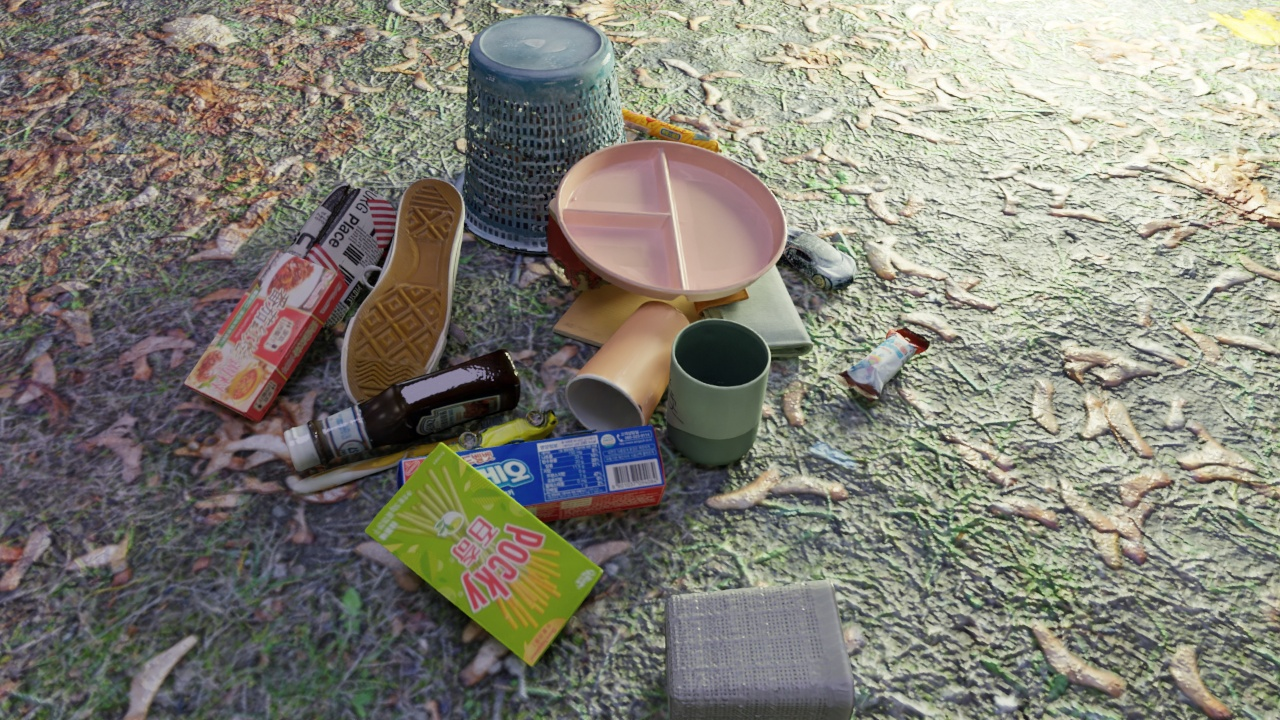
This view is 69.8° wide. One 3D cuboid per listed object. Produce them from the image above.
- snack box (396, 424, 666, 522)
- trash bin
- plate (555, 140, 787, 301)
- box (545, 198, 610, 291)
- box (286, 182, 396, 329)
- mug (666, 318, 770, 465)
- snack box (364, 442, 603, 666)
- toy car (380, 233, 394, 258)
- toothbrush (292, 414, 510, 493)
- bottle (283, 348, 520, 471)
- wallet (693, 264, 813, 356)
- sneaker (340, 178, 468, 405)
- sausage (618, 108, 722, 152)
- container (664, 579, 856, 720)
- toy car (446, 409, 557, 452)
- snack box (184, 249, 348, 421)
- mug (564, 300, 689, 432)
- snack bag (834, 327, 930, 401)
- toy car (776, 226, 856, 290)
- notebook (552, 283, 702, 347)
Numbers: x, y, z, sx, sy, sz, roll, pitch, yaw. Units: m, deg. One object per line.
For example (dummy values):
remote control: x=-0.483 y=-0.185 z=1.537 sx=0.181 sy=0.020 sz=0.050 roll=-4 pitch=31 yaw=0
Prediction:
snack box: x=-0.087 y=0.098 z=0.735 sx=0.207 sy=0.058 sz=0.057 roll=-8 pitch=66 yaw=-10
trash bin: x=-0.104 y=-0.261 z=1.015 sx=0.226 sy=0.195 sz=0.226 roll=1 pitch=44 yaw=-2
plate: x=0.030 y=-0.139 z=0.905 sx=0.229 sy=0.028 sz=0.229 roll=5 pitch=48 yaw=-5
box: x=-0.009 y=-0.132 z=0.965 sx=0.168 sy=0.078 sz=0.091 roll=-20 pitch=54 yaw=-23
box: x=-0.313 y=-0.104 z=0.936 sx=0.087 sy=0.076 sz=0.162 roll=30 pitch=61 yaw=-11
mug: x=0.062 y=0.021 z=0.793 sx=0.082 sy=0.106 sz=0.111 roll=-7 pitch=45 yaw=-8
snack box: x=-0.113 y=0.141 z=0.671 sx=0.156 sy=0.026 sz=0.085 roll=38 pitch=72 yaw=6
toy car: x=-0.289 y=-0.131 z=0.990 sx=0.106 sy=0.031 sz=0.049 roll=2 pitch=57 yaw=5
toothbrush: x=-0.201 y=0.079 z=0.788 sx=0.191 sy=0.018 sz=0.016 roll=-16 pitch=53 yaw=-18
bottle: x=-0.200 y=0.045 z=0.780 sx=0.194 sy=0.080 sz=0.044 roll=-19 pitch=71 yaw=-18
wallet: x=0.103 y=-0.060 z=0.914 sx=0.106 sy=0.037 sz=0.129 roll=-2 pitch=51 yaw=-19
sneaker: x=-0.219 y=-0.055 z=0.878 sx=0.118 sy=0.088 sz=0.240 roll=12 pitch=68 yaw=-6
sausage: x=0.032 y=-0.293 z=1.177 sx=0.165 sy=0.021 sz=0.021 roll=24 pitch=48 yaw=21
container: x=0.075 y=0.207 z=0.618 sx=0.114 sy=0.090 sz=0.090 roll=-2 pitch=44 yaw=0
toy car: x=-0.118 y=0.071 z=0.782 sx=0.105 sy=0.048 sz=0.032 roll=-20 pitch=76 yaw=-21
snack box: x=-0.342 y=-0.025 z=0.844 sx=0.075 sy=0.025 sz=0.152 roll=22 pitch=71 yaw=18
mug: x=-0.005 y=0.005 z=0.826 sx=0.078 sy=0.078 sz=0.122 roll=20 pitch=49 yaw=18
snack bag: x=0.232 y=0.002 z=0.877 sx=0.045 sy=0.026 sz=0.105 roll=36 pitch=56 yaw=26
toy car: x=0.186 y=-0.113 z=0.991 sx=0.048 sy=0.031 sz=0.105 roll=-35 pitch=56 yaw=-31
notebook: x=0.023 y=-0.073 z=0.959 sx=0.149 sy=0.012 sz=0.210 roll=18 pitch=46 yaw=18
